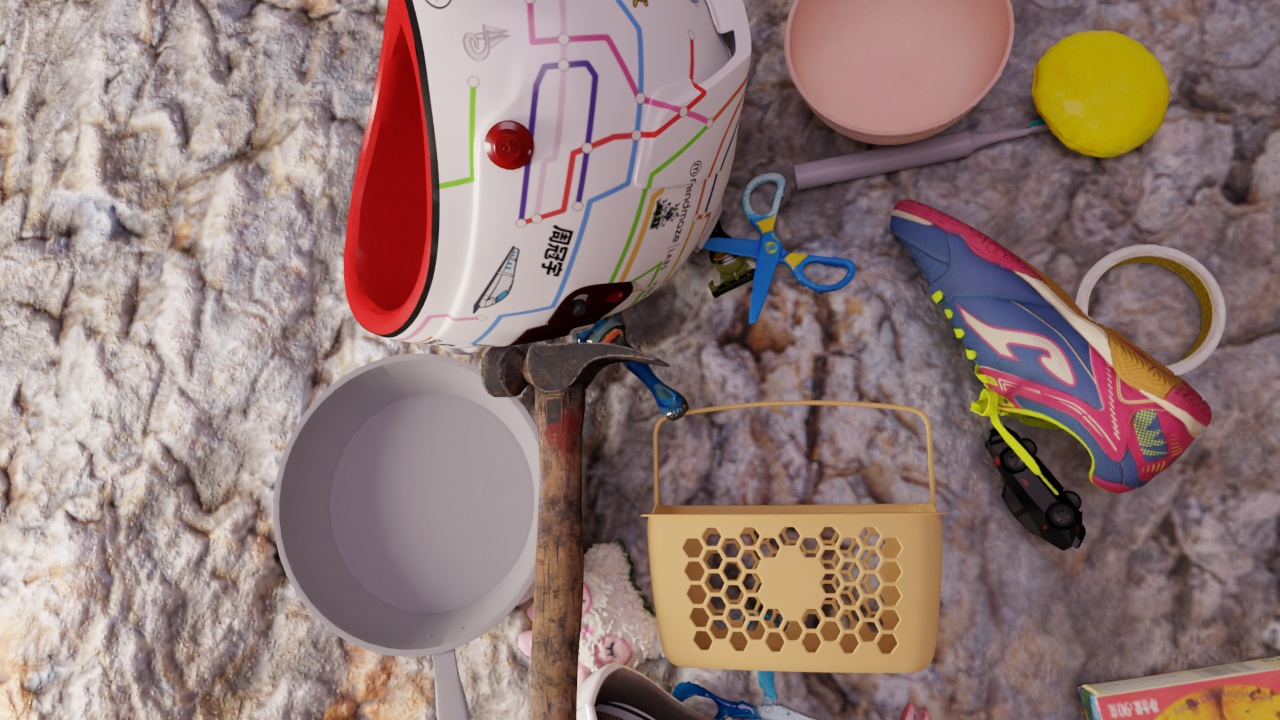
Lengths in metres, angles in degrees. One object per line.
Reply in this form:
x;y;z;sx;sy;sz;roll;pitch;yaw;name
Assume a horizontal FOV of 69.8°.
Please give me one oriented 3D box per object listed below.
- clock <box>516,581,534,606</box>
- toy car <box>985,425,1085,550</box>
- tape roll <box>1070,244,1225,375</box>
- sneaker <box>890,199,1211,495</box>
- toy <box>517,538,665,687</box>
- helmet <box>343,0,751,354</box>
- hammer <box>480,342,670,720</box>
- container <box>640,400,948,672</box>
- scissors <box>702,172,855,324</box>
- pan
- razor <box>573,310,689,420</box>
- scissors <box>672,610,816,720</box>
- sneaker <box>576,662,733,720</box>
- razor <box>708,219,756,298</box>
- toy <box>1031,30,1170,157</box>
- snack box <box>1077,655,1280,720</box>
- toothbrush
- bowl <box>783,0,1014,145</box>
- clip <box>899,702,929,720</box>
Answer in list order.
-0.129;0.136;0.671;0.158;0.059;0.117;-38;76;4;clock
0.261;0.086;0.614;0.036;0.042;0.091;-44;73;27;toy car
0.345;-0.032;0.627;0.094;0.019;0.094;-2;80;10;tape roll
0.240;-0.014;0.603;0.241;0.116;0.091;50;117;31;sneaker
-0.037;0.192;0.656;0.109;0.041;0.095;-36;77;9;toy
-0.058;-0.137;0.617;0.235;0.315;0.230;-2;56;-28;helmet
-0.043;0.152;0.554;0.120;0.033;0.330;-3;82;23;hammer
0.098;0.108;0.595;0.183;0.129;0.167;-2;80;11;container
0.097;-0.084;0.675;0.125;0.014;0.130;6;67;-3;scissors
-0.133;0.170;0.610;0.201;0.051;0.356;-16;79;8;pan
-0.004;0.004;0.660;0.044;0.018;0.141;-43;42;2;razor
0.080;0.245;0.637;0.119;0.014;0.129;-27;79;3;scissors
0.056;0.275;0.577;0.245;0.091;0.097;33;126;18;sneaker
0.046;-0.119;0.701;0.044;0.021;0.144;-26;75;6;razor
0.322;-0.188;0.643;0.094;0.041;0.095;-16;76;-3;toy
0.365;0.265;0.563;0.143;0.040;0.145;-12;78;8;snack box
0.207;-0.153;0.675;0.188;0.018;0.019;-10;77;9;toothbrush
0.182;-0.219;0.661;0.153;0.076;0.153;-2;81;12;bowl
0.182;0.261;0.610;0.045;0.023;0.060;40;91;10;clip
